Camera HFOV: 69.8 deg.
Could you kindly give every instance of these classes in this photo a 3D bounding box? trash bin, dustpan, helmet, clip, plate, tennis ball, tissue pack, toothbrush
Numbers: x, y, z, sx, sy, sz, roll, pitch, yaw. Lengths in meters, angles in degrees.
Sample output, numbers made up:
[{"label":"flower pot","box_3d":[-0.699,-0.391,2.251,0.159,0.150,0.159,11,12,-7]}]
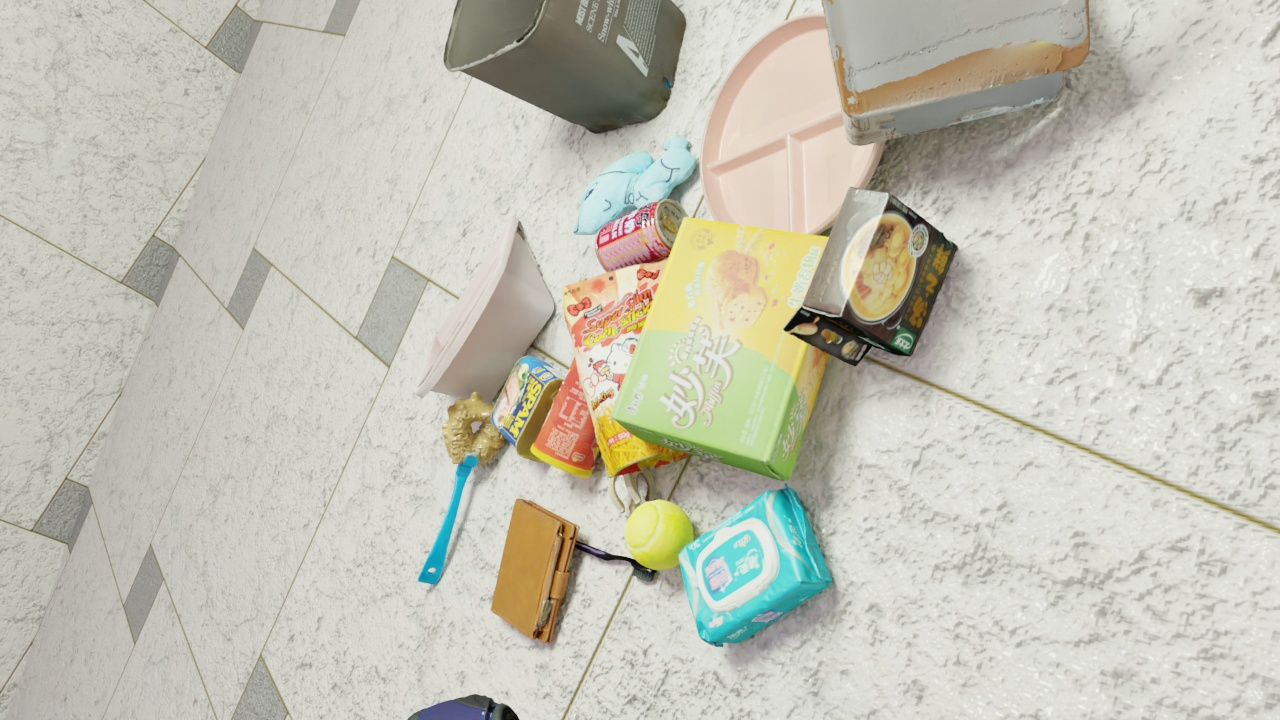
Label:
[{"label":"trash bin","box_3d":[-0.080,-0.394,1.091,0.199,0.219,0.198,1,74,48]},{"label":"dustpan","box_3d":[-0.226,-0.068,1.169,0.223,0.138,0.273,-56,43,14]},{"label":"helmet","box_3d":[-0.043,0.400,0.698,0.240,0.248,0.315,-13,63,-5]},{"label":"clip","box_3d":[-0.014,0.107,0.946,0.035,0.071,0.100,-38,55,36]},{"label":"plate","box_3d":[0.146,-0.218,0.887,0.230,0.028,0.229,-11,75,49]},{"label":"tennis ball","box_3d":[0.018,0.165,0.867,0.066,0.065,0.065,-21,59,40]},{"label":"tissue pack","box_3d":[0.098,0.177,0.789,0.134,0.050,0.093,-41,47,27]},{"label":"toothbrush","box_3d":[-0.048,0.202,0.962,0.189,0.014,0.017,6,102,49]}]

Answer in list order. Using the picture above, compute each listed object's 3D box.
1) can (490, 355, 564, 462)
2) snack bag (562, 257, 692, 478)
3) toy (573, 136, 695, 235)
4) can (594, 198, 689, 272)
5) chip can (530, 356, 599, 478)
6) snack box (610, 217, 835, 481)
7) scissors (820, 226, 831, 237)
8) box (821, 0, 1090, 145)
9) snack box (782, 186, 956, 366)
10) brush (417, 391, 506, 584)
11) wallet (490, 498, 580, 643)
[{"label":"can","box_3d":[-0.123,0.055,1.071,0.083,0.057,0.102,34,99,50]},{"label":"snack bag","box_3d":[-0.005,0.005,0.920,0.129,0.073,0.207,-17,74,13]},{"label":"toy","box_3d":[-0.014,-0.202,1.066,0.161,0.050,0.156,-50,34,-4]},{"label":"can","box_3d":[0.004,-0.133,1.006,0.094,0.066,0.066,-19,61,41]},{"label":"chip can","box_3d":[-0.045,0.015,0.992,0.073,0.073,0.216,27,94,49]},{"label":"snack box","box_3d":[0.085,-0.015,0.820,0.158,0.070,0.209,14,76,29]},{"label":"scissors","box_3d":[0.172,-0.163,0.884,0.166,0.012,0.156,-57,44,15]},{"label":"box","box_3d":[0.227,-0.273,0.692,0.183,0.187,0.154,-10,63,12]},{"label":"snack box","box_3d":[0.189,-0.061,0.745,0.053,0.113,0.125,22,91,48]},{"label":"brush","box_3d":[-0.227,0.162,1.135,0.046,0.083,0.255,34,107,65]},{"label":"wallet","box_3d":[-0.117,0.228,1.002,0.108,0.031,0.132,14,92,49]}]
